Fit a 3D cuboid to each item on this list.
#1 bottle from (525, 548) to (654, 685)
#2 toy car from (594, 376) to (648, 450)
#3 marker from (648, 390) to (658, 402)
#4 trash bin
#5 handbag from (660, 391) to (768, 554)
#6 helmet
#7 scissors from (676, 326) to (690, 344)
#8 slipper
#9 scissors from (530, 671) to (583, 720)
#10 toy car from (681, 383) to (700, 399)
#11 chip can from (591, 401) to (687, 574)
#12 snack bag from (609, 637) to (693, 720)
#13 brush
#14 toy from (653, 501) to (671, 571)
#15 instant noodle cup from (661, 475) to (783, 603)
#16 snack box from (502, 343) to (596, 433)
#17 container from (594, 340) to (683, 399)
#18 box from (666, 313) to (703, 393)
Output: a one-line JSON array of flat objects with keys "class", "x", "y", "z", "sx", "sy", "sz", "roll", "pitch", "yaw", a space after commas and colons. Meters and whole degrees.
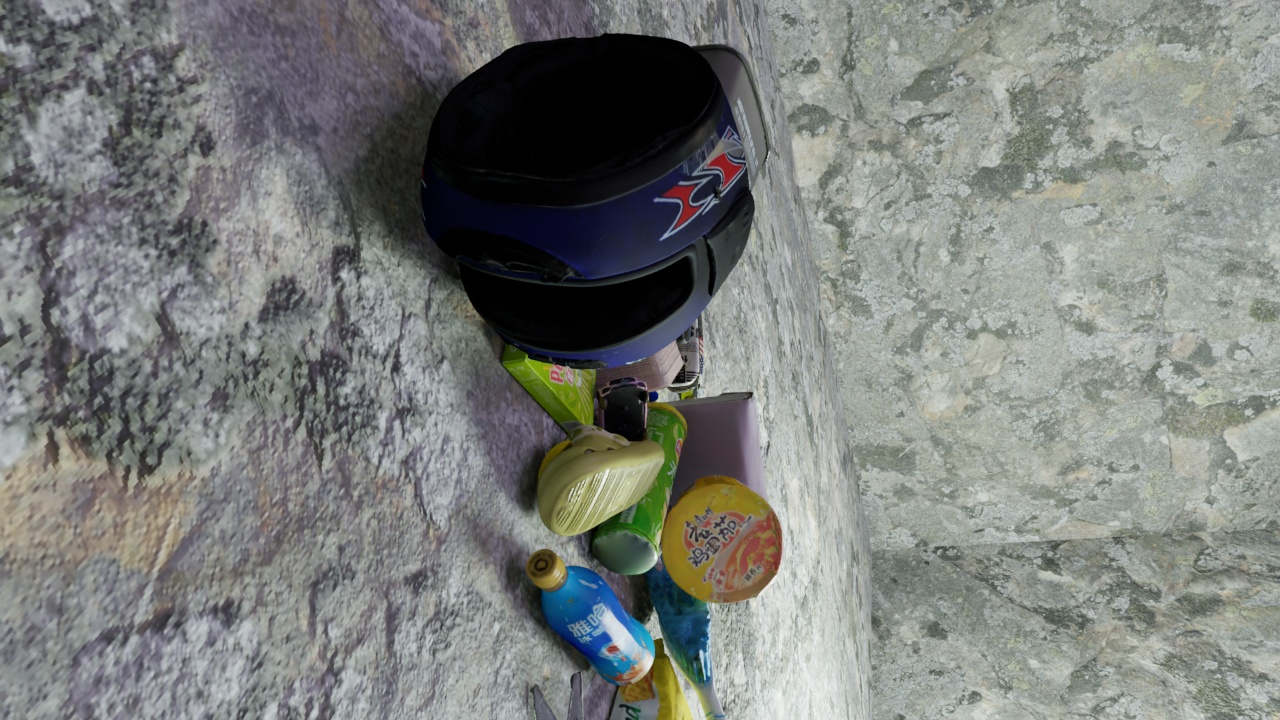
[{"class": "bottle", "x": -0.049, "y": 0.237, "z": 0.857, "sx": 0.219, "sy": 0.065, "sz": 0.065, "roll": 62, "pitch": 28, "yaw": -46}, {"class": "toy car", "x": -0.020, "y": 0.056, "z": 0.992, "sx": 0.123, "sy": 0.056, "sz": 0.037, "roll": 92, "pitch": -16, "yaw": -52}, {"class": "marker", "x": -0.007, "y": 0.007, "z": 1.145, "sx": 0.146, "sy": 0.017, "sz": 0.016, "roll": 61, "pitch": 28, "yaw": -49}, {"class": "trash bin", "x": 0.040, "y": -0.235, "z": 1.120, "sx": 0.199, "sy": 0.199, "sz": 0.219, "roll": 64, "pitch": 32, "yaw": -45}, {"class": "handbag", "x": 0.088, "y": 0.145, "z": 1.175, "sx": 0.098, "sy": 0.145, "sz": 0.197, "roll": -14, "pitch": 97, "yaw": -69}, {"class": "helmet", "x": -0.041, "y": -0.110, "z": 0.747, "sx": 0.314, "sy": 0.247, "sz": 0.241, "roll": -59, "pitch": 156, "yaw": -49}, {"class": "scissors", "x": 0.044, "y": -0.105, "z": 1.215, "sx": 0.159, "sy": 0.014, "sz": 0.181, "roll": 16, "pitch": 63, "yaw": -63}, {"class": "slipper", "x": -0.049, "y": 0.110, "z": 0.900, "sx": 0.190, "sy": 0.081, "sz": 0.092, "roll": -5, "pitch": 123, "yaw": -60}, {"class": "scissors", "x": -0.050, "y": 0.394, "z": 0.804, "sx": 0.221, "sy": 0.015, "sz": 0.189, "roll": 43, "pitch": 57, "yaw": -19}, {"class": "toy car", "x": 0.069, "y": 0.020, "z": 1.345, "sx": 0.048, "sy": 0.032, "sz": 0.105, "roll": -64, "pitch": 154, "yaw": -59}, {"class": "chip can", "x": 0.002, "y": 0.141, "z": 1.033, "sx": 0.220, "sy": 0.073, "sz": 0.073, "roll": -72, "pitch": 149, "yaw": -52}, {"class": "snack bag", "x": 0.014, "y": 0.437, "z": 0.964, "sx": 0.245, "sy": 0.068, "sz": 0.158, "roll": -68, "pitch": 146, "yaw": -58}, {"class": "brush", "x": 0.071, "y": 0.356, "z": 1.020, "sx": 0.314, "sy": 0.060, "sz": 0.110, "roll": -118, "pitch": -164, "yaw": -56}, {"class": "toy", "x": 0.009, "y": 0.187, "z": 1.091, "sx": 0.084, "sy": 0.039, "sz": 0.107, "roll": 53, "pitch": 30, "yaw": -18}, {"class": "instant noodle cup", "x": 0.092, "y": 0.199, "z": 1.071, "sx": 0.109, "sy": 0.138, "sz": 0.138, "roll": -69, "pitch": 150, "yaw": -84}, {"class": "snack box", "x": -0.085, "y": 0.003, "z": 0.899, "sx": 0.156, "sy": 0.026, "sz": 0.085, "roll": 56, "pitch": 32, "yaw": -53}, {"class": "container", "x": -0.015, "y": -0.027, "z": 1.025, "sx": 0.089, "sy": 0.090, "sz": 0.111, "roll": -53, "pitch": 130, "yaw": -64}, {"class": "box", "x": 0.058, "y": -0.033, "z": 1.279, "sx": 0.081, "sy": 0.075, "sz": 0.163, "roll": 63, "pitch": 23, "yaw": -65}]
